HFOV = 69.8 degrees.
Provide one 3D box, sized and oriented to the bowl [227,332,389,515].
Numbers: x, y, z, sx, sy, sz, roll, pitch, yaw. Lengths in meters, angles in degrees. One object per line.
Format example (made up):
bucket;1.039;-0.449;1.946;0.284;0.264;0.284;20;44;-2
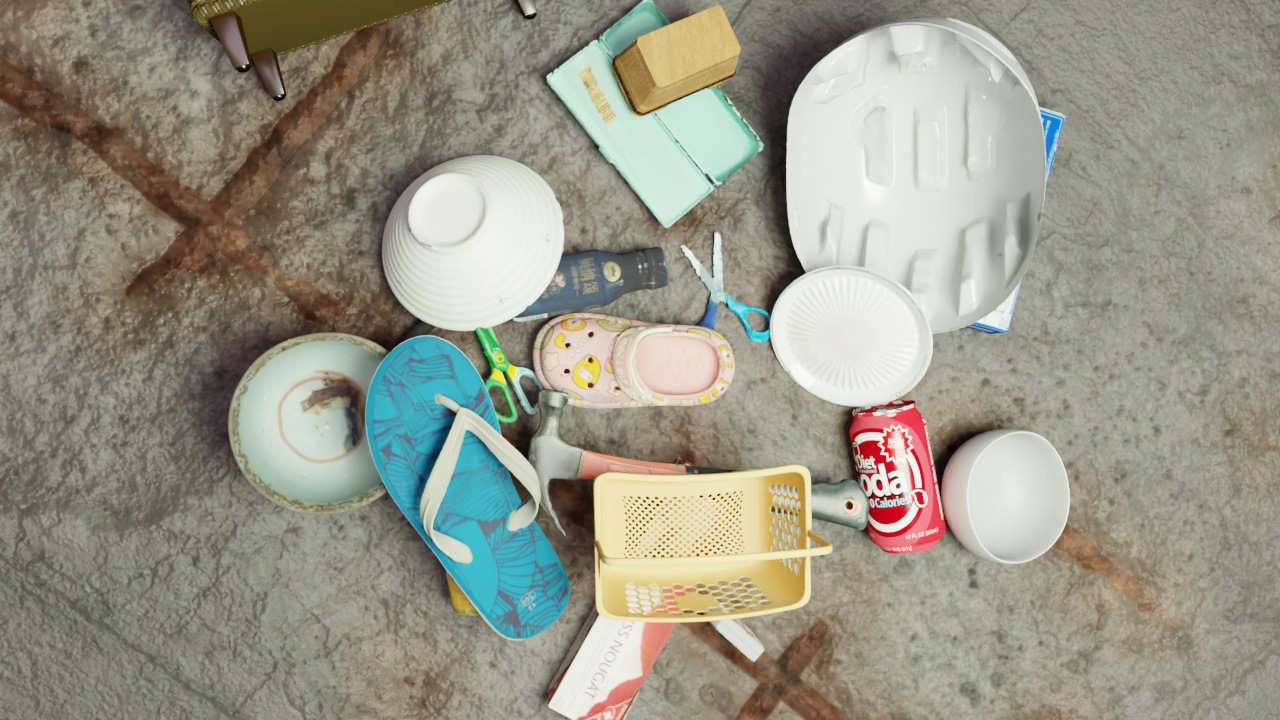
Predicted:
bowl;-0.284;0.053;0.831;0.159;0.094;0.160;0;91;-21

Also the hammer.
hammer;0.058;0.116;0.873;0.333;0.033;0.133;9;89;-6

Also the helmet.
helmet;0.253;-0.163;0.840;0.225;0.183;0.282;-2;100;33

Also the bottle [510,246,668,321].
bottle;-0.053;-0.076;0.881;0.160;0.056;0.056;-11;93;-7

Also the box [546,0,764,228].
box;0.016;-0.240;0.896;0.136;0.033;0.186;-39;96;-4

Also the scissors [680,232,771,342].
scissors;0.069;-0.060;0.917;0.104;0.015;0.133;-35;96;-3

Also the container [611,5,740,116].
container;0.038;-0.283;0.858;0.114;0.061;0.063;-26;94;-11

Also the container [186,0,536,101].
container;-0.245;-0.376;0.792;0.321;0.176;0.205;-20;98;-6

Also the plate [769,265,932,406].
plate;0.203;-0.024;0.889;0.157;0.014;0.157;14;127;19

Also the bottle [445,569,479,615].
bottle;-0.161;0.130;0.869;0.068;0.068;0.209;-9;93;-7

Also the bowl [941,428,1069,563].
bowl;0.360;0.135;0.928;0.131;0.064;0.132;0;89;-21

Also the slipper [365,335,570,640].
slipper;-0.147;0.120;0.805;0.118;0.060;0.295;-29;102;-18

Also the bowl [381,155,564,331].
bowl;-0.162;-0.121;0.829;0.177;0.071;0.177;-2;75;8

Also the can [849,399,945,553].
can;0.255;0.115;0.915;0.074;0.074;0.142;-12;93;-6

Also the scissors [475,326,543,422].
scissors;-0.133;-0.003;0.890;0.070;0.014;0.130;-14;81;-35

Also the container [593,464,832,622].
container;0.052;0.154;0.774;0.183;0.167;0.129;-1;91;-8

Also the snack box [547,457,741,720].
snack box;0.006;0.233;0.904;0.076;0.044;0.273;30;88;-5

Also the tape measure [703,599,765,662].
tape measure;0.090;0.265;0.907;0.062;0.060;0.020;43;86;-7

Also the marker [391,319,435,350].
marker;-0.188;-0.051;0.884;0.134;0.018;0.015;-42;76;-4

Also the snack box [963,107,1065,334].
snack box;0.364;-0.142;0.928;0.059;0.059;0.226;15;89;-4

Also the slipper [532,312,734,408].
slipper;-0.005;0.005;0.874;0.197;0.081;0.093;5;93;-4
